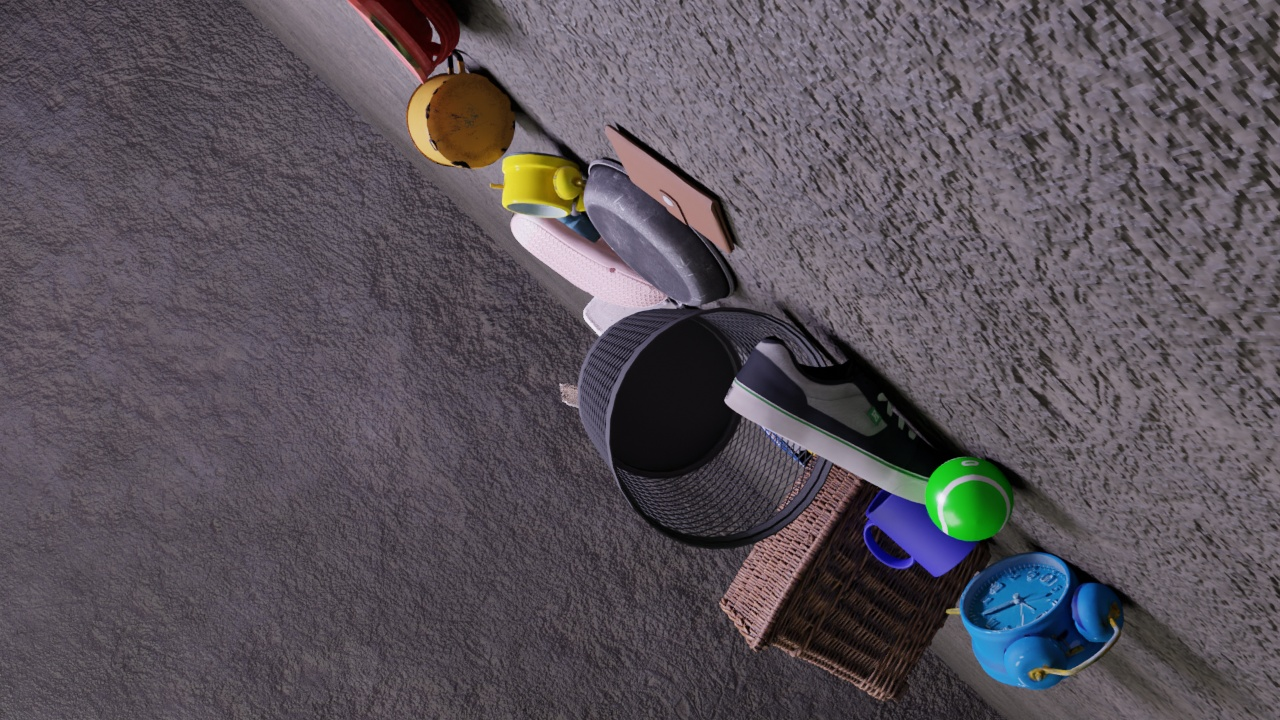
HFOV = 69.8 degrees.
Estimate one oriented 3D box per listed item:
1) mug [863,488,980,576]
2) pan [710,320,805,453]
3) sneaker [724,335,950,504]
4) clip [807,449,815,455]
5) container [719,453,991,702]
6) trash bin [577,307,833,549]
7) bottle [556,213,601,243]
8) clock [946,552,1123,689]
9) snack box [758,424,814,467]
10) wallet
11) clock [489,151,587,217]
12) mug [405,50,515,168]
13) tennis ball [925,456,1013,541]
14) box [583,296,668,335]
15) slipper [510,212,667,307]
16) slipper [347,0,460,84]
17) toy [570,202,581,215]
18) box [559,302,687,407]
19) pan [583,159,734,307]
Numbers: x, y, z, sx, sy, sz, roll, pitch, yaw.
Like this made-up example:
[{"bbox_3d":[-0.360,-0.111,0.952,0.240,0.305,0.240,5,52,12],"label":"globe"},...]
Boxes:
[{"bbox_3d":[0.262,0.155,0.871,0.083,0.111,0.079,42,-146,9],"label":"mug"},{"bbox_3d":[0.161,0.036,1.039,0.216,0.024,0.355,54,172,-19],"label":"pan"},{"bbox_3d":[0.194,0.052,0.779,0.235,0.079,0.084,26,-170,-4],"label":"sneaker"},{"bbox_3d":[0.225,0.105,1.243,0.054,0.045,0.049,43,-159,15],"label":"clip"},{"bbox_3d":[0.239,0.226,0.992,0.183,0.250,0.162,34,178,-6],"label":"container"},{"bbox_3d":[0.049,0.048,0.922,0.218,0.217,0.227,44,175,-16],"label":"trash bin"},{"bbox_3d":[-0.077,-0.168,1.214,0.130,0.040,0.040,44,176,-11],"label":"bottle"},{"bbox_3d":[0.344,0.224,0.786,0.060,0.116,0.161,56,173,-11],"label":"clock"},{"bbox_3d":[0.210,0.107,1.397,0.082,0.027,0.150,39,174,46],"label":"snack box"},{"bbox_3d":[0.024,-0.139,0.750,0.121,0.013,0.087,41,175,25],"label":"wallet"},{"bbox_3d":[-0.095,-0.187,0.976,0.119,0.057,0.083,4,176,14],"label":"clock"},{"bbox_3d":[-0.192,-0.268,0.980,0.094,0.100,0.124,-149,53,-62],"label":"mug"},{"bbox_3d":[0.257,0.108,0.718,0.065,0.065,0.065,42,176,3],"label":"tennis ball"},{"bbox_3d":[-0.009,-0.067,1.287,0.109,0.121,0.136,43,174,-4],"label":"box"},{"bbox_3d":[-0.063,-0.131,1.163,0.221,0.055,0.107,29,155,-10],"label":"slipper"},{"bbox_3d":[-0.207,-0.316,0.821,0.103,0.059,0.248,46,-170,-29],"label":"slipper"},{"bbox_3d":[-0.107,-0.209,1.149,0.112,0.030,0.049,34,143,48],"label":"toy"},{"bbox_3d":[-0.006,0.009,1.154,0.070,0.186,0.143,59,-174,-16],"label":"box"},{"bbox_3d":[0.021,-0.103,0.980,0.187,0.055,0.357,41,171,12],"label":"pan"}]
